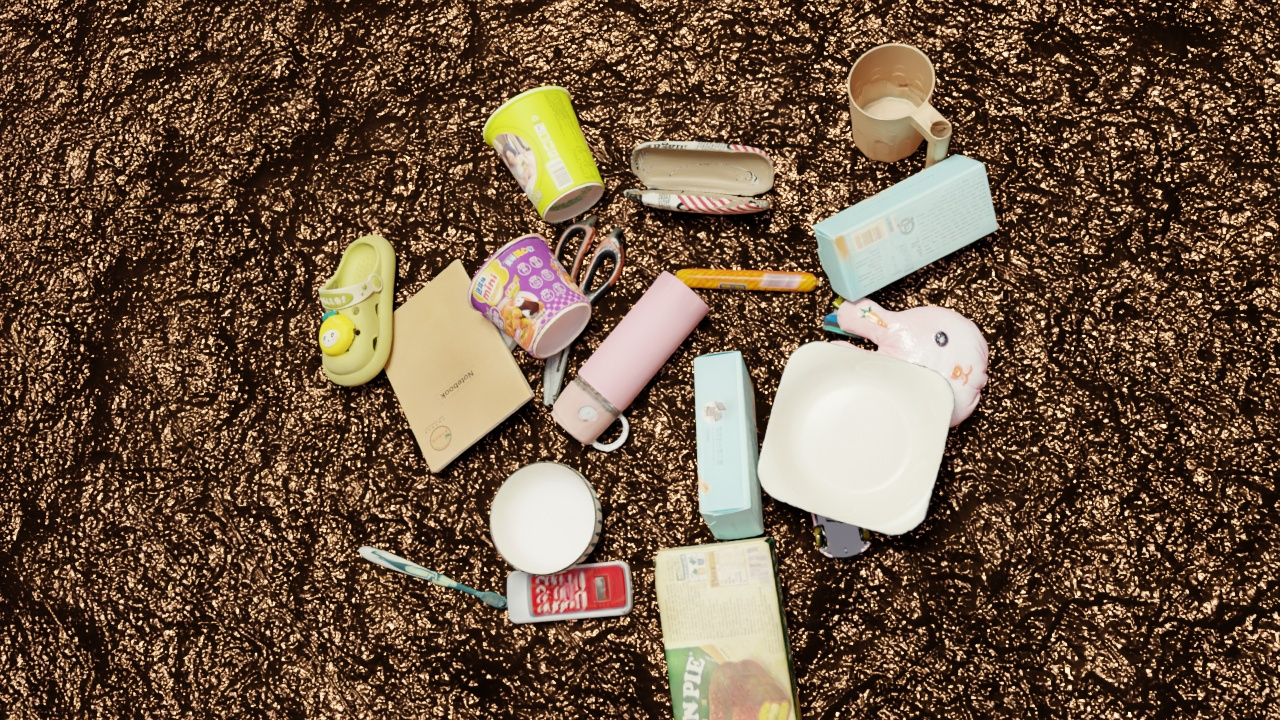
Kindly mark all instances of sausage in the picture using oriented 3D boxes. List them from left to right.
[{"bbox_3d":[0.113,-0.087,0.994,0.165,0.021,0.021,4,78,15],"label":"sausage"}]

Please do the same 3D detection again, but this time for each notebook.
[{"bbox_3d":[-0.220,0.003,1.043,0.148,0.008,0.207,-38,63,11],"label":"notebook"}]

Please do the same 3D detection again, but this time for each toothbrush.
[{"bbox_3d":[-0.230,0.237,1.007,0.192,0.018,0.016,15,81,17],"label":"toothbrush"}]

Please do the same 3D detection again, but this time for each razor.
[{"bbox_3d":[0.226,-0.093,0.966,0.042,0.022,0.142,14,81,2],"label":"razor"}]

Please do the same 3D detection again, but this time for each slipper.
[{"bbox_3d":[-0.342,-0.066,1.071,0.092,0.081,0.190,-7,69,26],"label":"slipper"}]

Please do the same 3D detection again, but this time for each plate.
[{"bbox_3d":[0.206,0.073,0.882,0.164,0.034,0.164,16,86,15],"label":"plate"}]

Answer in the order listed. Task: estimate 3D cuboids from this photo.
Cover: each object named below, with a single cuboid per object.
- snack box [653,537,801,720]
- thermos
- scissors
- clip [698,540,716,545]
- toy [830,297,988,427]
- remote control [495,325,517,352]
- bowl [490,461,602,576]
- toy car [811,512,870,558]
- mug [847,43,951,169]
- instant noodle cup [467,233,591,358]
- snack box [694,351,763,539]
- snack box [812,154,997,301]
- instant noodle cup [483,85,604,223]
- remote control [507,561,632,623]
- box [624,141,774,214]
[{"bbox_3d":[0.087,0.294,0.874,0.114,0.063,0.240,-10,82,12],"label":"snack box"},{"bbox_3d":[-0.006,0.006,0.984,0.087,0.067,0.198,39,88,-10],"label":"thermos"},{"bbox_3d":[-0.066,-0.053,1.035,0.185,0.015,0.208,-26,72,8],"label":"scissors"},{"bbox_3d":[0.075,0.211,0.931,0.038,0.026,0.058,-12,76,8],"label":"clip"},{"bbox_3d":[0.263,0.000,0.914,0.159,0.054,0.121,19,91,15],"label":"toy"},{"bbox_3d":[-0.185,-0.003,1.049,0.049,0.024,0.125,36,89,22],"label":"remote control"},{"bbox_3d":[-0.092,0.168,0.963,0.116,0.066,0.116,-4,75,13],"label":"bowl"},{"bbox_3d":[0.193,0.135,0.913,0.056,0.037,0.122,-12,78,13],"label":"toy car"},{"bbox_3d":[0.272,-0.250,0.949,0.084,0.103,0.124,-39,71,3],"label":"mug"},{"bbox_3d":[-0.114,-0.064,0.991,0.111,0.111,0.099,-44,71,1],"label":"instant noodle cup"},{"bbox_3d":[0.087,0.083,0.909,0.052,0.074,0.174,-9,58,14],"label":"snack box"},{"bbox_3d":[0.265,-0.133,0.919,0.175,0.074,0.051,-26,29,-3],"label":"snack box"},{"bbox_3d":[-0.102,-0.227,1.045,0.112,0.111,0.123,-29,80,6],"label":"instant noodle cup"},{"bbox_3d":[-0.075,0.244,0.964,0.136,0.020,0.055,-8,76,12],"label":"remote control"},{"bbox_3d":[0.066,-0.206,1.010,0.163,0.076,0.087,5,98,18],"label":"box"}]
